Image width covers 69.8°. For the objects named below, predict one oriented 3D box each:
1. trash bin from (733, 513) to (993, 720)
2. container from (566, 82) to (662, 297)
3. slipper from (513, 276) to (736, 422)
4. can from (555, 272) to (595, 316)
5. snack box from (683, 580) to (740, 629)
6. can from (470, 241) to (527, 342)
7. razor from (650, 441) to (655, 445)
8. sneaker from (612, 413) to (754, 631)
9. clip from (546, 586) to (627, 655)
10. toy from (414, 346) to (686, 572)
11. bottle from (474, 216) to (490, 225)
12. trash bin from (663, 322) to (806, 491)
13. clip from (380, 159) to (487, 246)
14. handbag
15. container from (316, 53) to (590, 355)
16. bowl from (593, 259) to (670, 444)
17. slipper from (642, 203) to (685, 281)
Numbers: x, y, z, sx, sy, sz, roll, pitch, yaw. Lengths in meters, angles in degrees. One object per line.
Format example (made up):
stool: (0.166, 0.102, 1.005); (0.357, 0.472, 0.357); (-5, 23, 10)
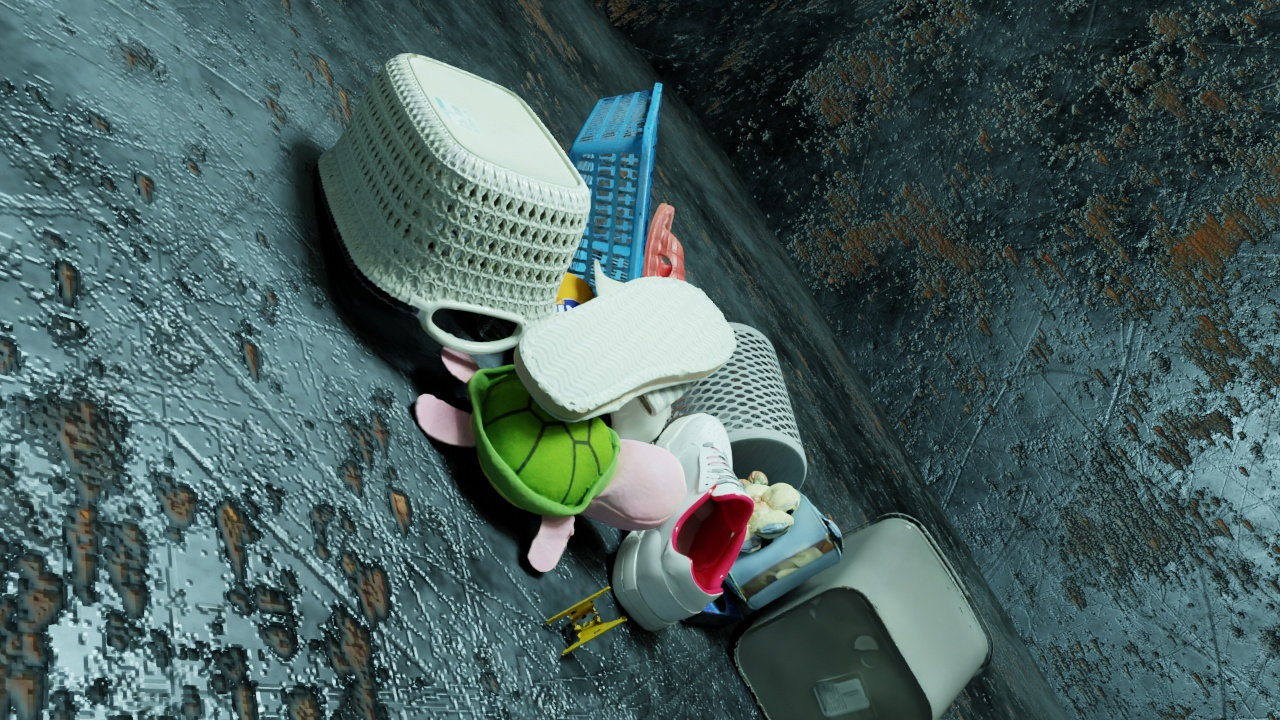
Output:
trash bin: (0.222, 0.290, 0.932); (0.197, 0.198, 0.219); (60, 24, 12)
container: (-0.033, -0.190, 1.124); (0.361, 0.089, 0.257); (-83, 179, -65)
slipper: (-0.009, -0.008, 0.773); (0.271, 0.054, 0.114); (-18, 74, -54)
can: (-0.079, -0.021, 0.887); (0.079, 0.079, 0.142); (45, 20, -28)
snack box: (0.042, 0.188, 0.902); (0.082, 0.027, 0.150); (28, 32, -54)
can: (-0.132, -0.070, 0.880); (0.054, 0.054, 0.137); (45, 20, -29)
razor: (0.017, 0.105, 1.005); (0.106, 0.026, 0.042); (64, 17, 15)
sneaker: (0.061, 0.127, 0.825); (0.090, 0.105, 0.235); (50, 38, -18)
clip: (-0.040, 0.188, 0.666); (0.046, 0.054, 0.048); (44, -22, 58)
toy: (-0.067, 0.072, 0.731); (0.238, 0.088, 0.189); (34, 33, -22)
bottle: (-0.178, -0.219, 1.026); (0.062, 0.062, 0.176); (23, 36, -59)
trash bin: (0.103, 0.073, 1.068); (0.156, 0.157, 0.183); (42, 24, -35)
clip: (-0.208, -0.195, 0.963); (0.172, 0.031, 0.164); (47, 20, -25)
handbag: (0.130, 0.174, 0.932); (0.118, 0.122, 0.192); (59, 4, 3)
container: (-0.150, -0.137, 0.750); (0.184, 0.143, 0.251); (9, 34, -38)
bowl: (-0.005, 0.005, 0.908); (0.188, 0.060, 0.219); (85, -1, -81)
slipper: (0.026, -0.058, 1.055); (0.103, 0.059, 0.248); (92, 5, -76)
